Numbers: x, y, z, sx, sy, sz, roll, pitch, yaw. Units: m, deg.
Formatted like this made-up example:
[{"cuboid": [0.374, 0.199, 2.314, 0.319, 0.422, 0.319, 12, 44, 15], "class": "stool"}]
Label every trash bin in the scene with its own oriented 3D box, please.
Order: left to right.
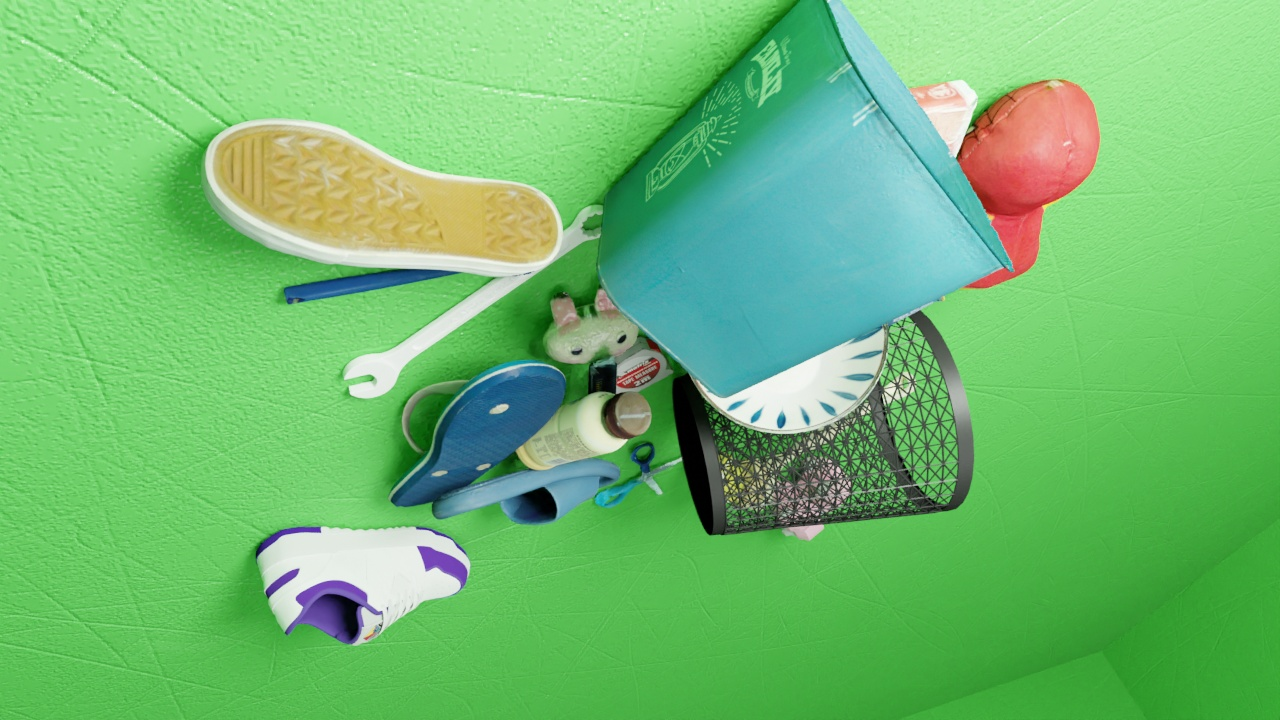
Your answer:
[{"cuboid": [0.101, -0.105, 0.648, 0.219, 0.196, 0.199, -34, 120, 26], "class": "trash bin"}, {"cuboid": [0.170, 0.072, 0.932, 0.243, 0.216, 0.217, -12, 144, -6], "class": "trash bin"}]

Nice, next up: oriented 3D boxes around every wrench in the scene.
[{"cuboid": [-0.137, -0.046, 0.757, 0.274, 0.009, 0.047, -33, 144, 12], "class": "wrench"}]

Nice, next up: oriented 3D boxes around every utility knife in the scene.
[{"cuboid": [-0.035, 0.028, 0.864, 0.028, 0.020, 0.174, -6, 160, -6], "class": "utility knife"}]

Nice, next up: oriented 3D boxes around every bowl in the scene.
[{"cuboid": [0.129, -0.010, 0.827, 0.177, 0.177, 0.071, -23, 157, -1], "class": "bowl"}]

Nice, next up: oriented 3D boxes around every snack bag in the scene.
[{"cuboid": [0.211, -0.184, 0.754, 0.115, 0.036, 0.077, -13, 143, -14], "class": "snack bag"}]

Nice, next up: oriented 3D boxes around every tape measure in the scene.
[{"cuboid": [-0.005, 0.005, 0.891, 0.060, 0.020, 0.062, -28, 144, 6], "class": "tape measure"}]

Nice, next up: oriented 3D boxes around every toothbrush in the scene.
[{"cuboid": [-0.172, -0.062, 0.701, 0.190, 0.017, 0.016, -10, 138, -13], "class": "toothbrush"}]

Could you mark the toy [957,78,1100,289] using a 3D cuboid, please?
[{"cuboid": [0.331, -0.152, 0.818, 0.147, 0.098, 0.217, -23, 151, -18], "class": "toy"}]

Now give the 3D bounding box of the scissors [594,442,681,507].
[{"cuboid": [0.002, 0.134, 1.072, 0.127, 0.014, 0.133, -22, 144, -3], "class": "scissors"}]

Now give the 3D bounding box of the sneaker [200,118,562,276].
[{"cuboid": [-0.172, -0.094, 0.622, 0.235, 0.087, 0.079, 8, 166, -31], "class": "sneaker"}]

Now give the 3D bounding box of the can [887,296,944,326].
[{"cuboid": [0.226, -0.084, 0.839, 0.059, 0.099, 0.054, -30, 148, 11], "class": "can"}]

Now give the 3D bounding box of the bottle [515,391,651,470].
[{"cuboid": [-0.054, 0.063, 0.852, 0.056, 0.056, 0.162, 8, 162, -37], "class": "bottle"}]

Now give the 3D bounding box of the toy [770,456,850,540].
[{"cuboid": [0.227, 0.191, 1.232, 0.123, 0.067, 0.157, -34, 148, 13], "class": "toy"}]

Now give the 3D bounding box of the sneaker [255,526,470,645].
[{"cuboid": [-0.277, 0.245, 0.970, 0.243, 0.111, 0.092, 14, 130, -41], "class": "sneaker"}]

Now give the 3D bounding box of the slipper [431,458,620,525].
[{"cuboid": [-0.115, 0.142, 0.945, 0.213, 0.059, 0.104, -6, 169, -41], "class": "slipper"}]

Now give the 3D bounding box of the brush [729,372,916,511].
[{"cuboid": [0.217, 0.097, 1.119, 0.272, 0.062, 0.077, -36, 148, 10], "class": "brush"}]

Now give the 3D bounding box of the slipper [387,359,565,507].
[{"cuboid": [-0.158, 0.059, 0.846, 0.118, 0.060, 0.296, -2, 153, -36], "class": "slipper"}]

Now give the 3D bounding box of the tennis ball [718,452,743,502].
[{"cuboid": [0.089, 0.139, 1.082, 0.065, 0.065, 0.065, -16, 144, -12], "class": "tennis ball"}]

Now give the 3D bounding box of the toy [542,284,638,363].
[{"cuboid": [-0.044, -0.023, 0.814, 0.087, 0.050, 0.112, -13, 139, -15], "class": "toy"}]
